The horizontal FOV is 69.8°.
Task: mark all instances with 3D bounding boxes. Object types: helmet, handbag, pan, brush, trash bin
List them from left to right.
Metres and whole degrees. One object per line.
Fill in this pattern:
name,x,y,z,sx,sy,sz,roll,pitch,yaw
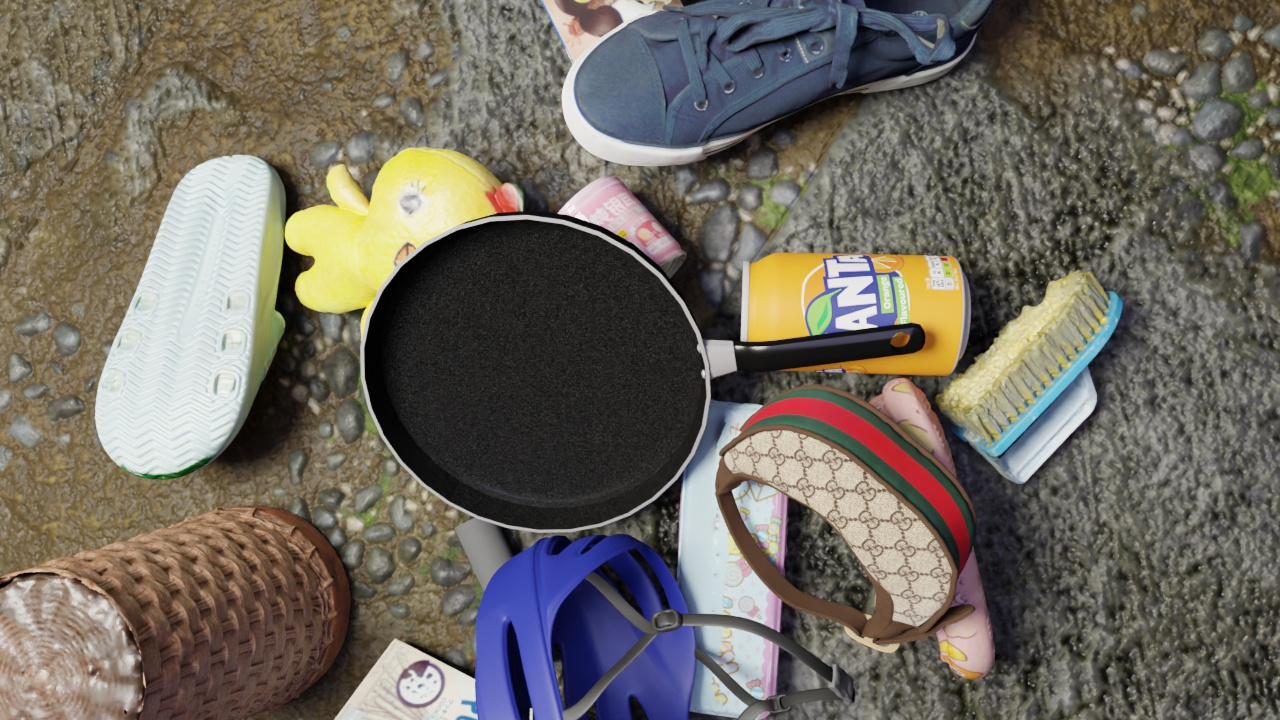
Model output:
trash bin,-0.297,0.177,0.581,0.151,0.210,0.151,0,88,6
pan,-0.003,0.004,0.588,0.357,0.034,0.225,-7,114,9
helmet,0.007,0.178,0.545,0.228,0.241,0.148,-30,129,19
handbag,0.119,0.101,0.553,0.166,0.063,0.139,41,134,9
brush,0.269,0.009,0.608,0.075,0.055,0.136,42,92,-16

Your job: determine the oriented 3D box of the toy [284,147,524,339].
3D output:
toy,-0.160,-0.078,0.641,0.208,0.092,0.134,-6,105,14

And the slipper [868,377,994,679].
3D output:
slipper,0.173,0.112,0.598,0.082,0.093,0.197,-15,86,16

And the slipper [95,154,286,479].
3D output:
slipper,-0.306,-0.033,0.664,0.104,0.074,0.245,4,72,7

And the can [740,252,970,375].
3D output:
can,0.139,-0.031,0.609,0.142,0.079,0.079,2,87,6

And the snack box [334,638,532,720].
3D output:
snack box,-0.127,0.257,0.618,0.150,0.026,0.081,20,49,16

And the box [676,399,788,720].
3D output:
box,0.062,0.135,0.631,0.076,0.036,0.214,3,88,7

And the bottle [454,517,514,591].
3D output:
bottle,-0.094,0.163,0.649,0.030,0.030,0.113,-27,85,4

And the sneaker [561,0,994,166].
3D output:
sneaker,0.093,-0.202,0.577,0.294,0.127,0.120,-17,84,-5

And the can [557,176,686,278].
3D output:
can,-0.017,-0.079,0.634,0.067,0.067,0.076,-42,84,2

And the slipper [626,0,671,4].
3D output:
slipper,0.042,-0.364,0.626,0.114,0.054,0.272,22,78,18

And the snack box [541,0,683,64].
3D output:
snack box,-0.015,-0.242,0.659,0.087,0.034,0.151,-27,86,4
